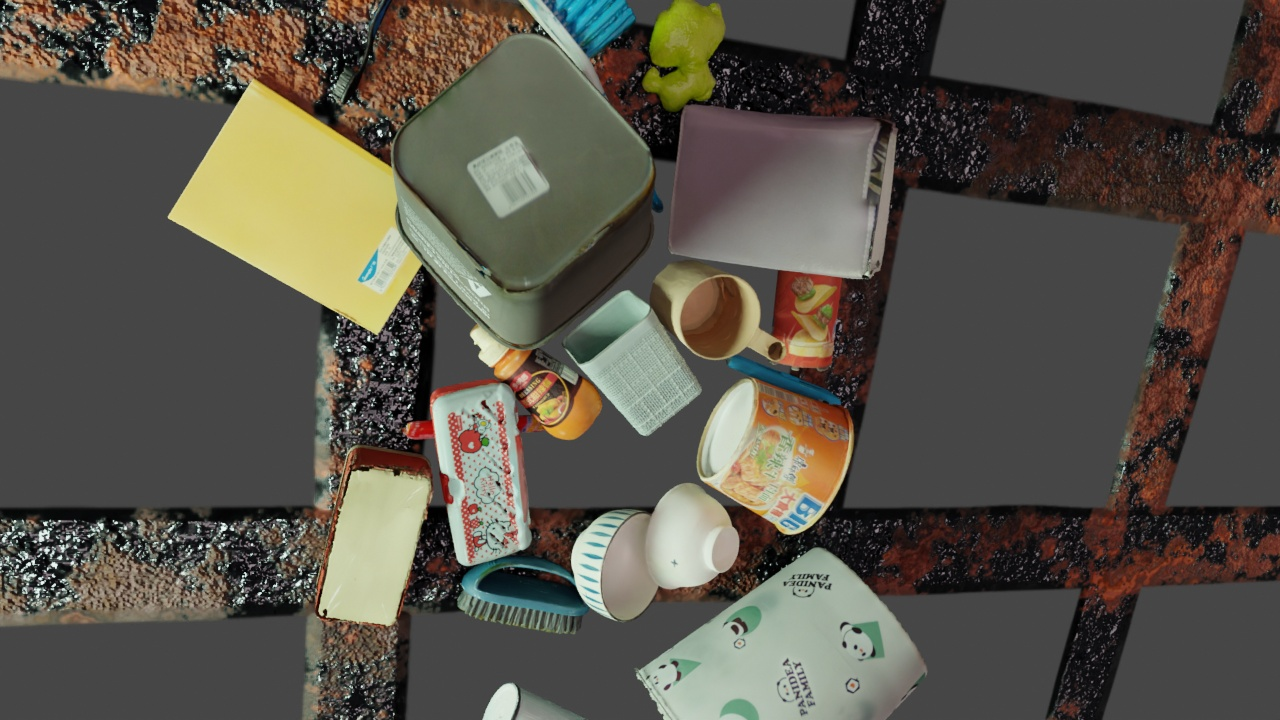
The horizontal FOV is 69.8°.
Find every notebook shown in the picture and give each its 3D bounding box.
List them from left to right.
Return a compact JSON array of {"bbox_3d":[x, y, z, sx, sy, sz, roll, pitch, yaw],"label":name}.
[{"bbox_3d":[-0.294,-0.134,0.836,0.206,0.010,0.146,32,95,-23],"label":"notebook"}]

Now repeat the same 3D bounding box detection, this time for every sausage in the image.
[{"bbox_3d":[-0.164,0.067,0.931,0.155,0.020,0.020,-3,107,-17],"label":"sausage"}]

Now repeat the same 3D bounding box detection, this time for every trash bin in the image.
[{"bbox_3d":[-0.095,-0.133,0.755,0.198,0.220,0.199,-43,93,-6],"label":"trash bin"},{"bbox_3d":[0.161,0.357,1.018,0.251,0.229,0.229,-37,113,-9],"label":"trash bin"}]

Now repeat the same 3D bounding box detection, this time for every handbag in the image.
[{"bbox_3d":[0.133,-0.162,0.868,0.197,0.098,0.145,10,111,20],"label":"handbag"}]

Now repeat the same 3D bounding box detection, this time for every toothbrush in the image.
[{"bbox_3d":[-0.226,-0.313,0.803,0.016,0.014,0.189,27,97,1],"label":"toothbrush"}]

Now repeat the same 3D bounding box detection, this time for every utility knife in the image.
[{"bbox_3d":[0.138,0.015,1.004,0.185,0.034,0.018,21,106,-20],"label":"utility knife"}]

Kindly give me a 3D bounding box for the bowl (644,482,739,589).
[{"bbox_3d":[0.067,0.196,0.990,0.118,0.065,0.118,-9,103,-48],"label":"bowl"}]

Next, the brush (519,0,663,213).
[{"bbox_3d":[-0.043,-0.283,0.851,0.109,0.060,0.314,-43,116,4],"label":"brush"}]

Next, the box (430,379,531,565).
[{"bbox_3d":[-0.156,0.115,0.918,0.086,0.047,0.201,-10,117,-14],"label":"box"}]

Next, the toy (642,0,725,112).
[{"bbox_3d":[0.041,-0.296,0.881,0.096,0.031,0.100,-24,112,-7],"label":"toy"}]

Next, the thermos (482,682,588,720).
[{"bbox_3d":[-0.073,0.445,1.049,0.224,0.073,0.073,35,93,-24],"label":"thermos"}]

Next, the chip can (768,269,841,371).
[{"bbox_3d":[0.179,-0.100,0.962,0.073,0.073,0.217,-2,107,-17],"label":"chip can"}]

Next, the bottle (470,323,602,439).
[{"bbox_3d":[-0.108,0.015,0.914,0.149,0.067,0.067,41,91,-16],"label":"bottle"}]

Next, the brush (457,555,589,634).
[{"bbox_3d":[-0.120,0.245,0.979,0.143,0.055,0.073,15,101,-21],"label":"brush"}]

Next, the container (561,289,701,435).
[{"bbox_3d":[-0.006,0.005,0.926,0.090,0.090,0.111,-39,116,-3],"label":"container"}]

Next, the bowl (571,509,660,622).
[{"bbox_3d":[-0.031,0.214,0.981,0.116,0.066,0.116,-11,104,-53],"label":"bowl"}]

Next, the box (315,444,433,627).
[{"bbox_3d":[-0.260,0.177,0.903,0.091,0.077,0.168,12,102,-20],"label":"box"}]

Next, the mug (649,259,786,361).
[{"bbox_3d":[0.078,-0.046,0.927,0.124,0.103,0.084,28,96,-23],"label":"mug"}]

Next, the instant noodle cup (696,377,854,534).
[{"bbox_3d":[0.136,0.093,0.971,0.111,0.151,0.151,25,97,-14],"label":"instant noodle cup"}]
